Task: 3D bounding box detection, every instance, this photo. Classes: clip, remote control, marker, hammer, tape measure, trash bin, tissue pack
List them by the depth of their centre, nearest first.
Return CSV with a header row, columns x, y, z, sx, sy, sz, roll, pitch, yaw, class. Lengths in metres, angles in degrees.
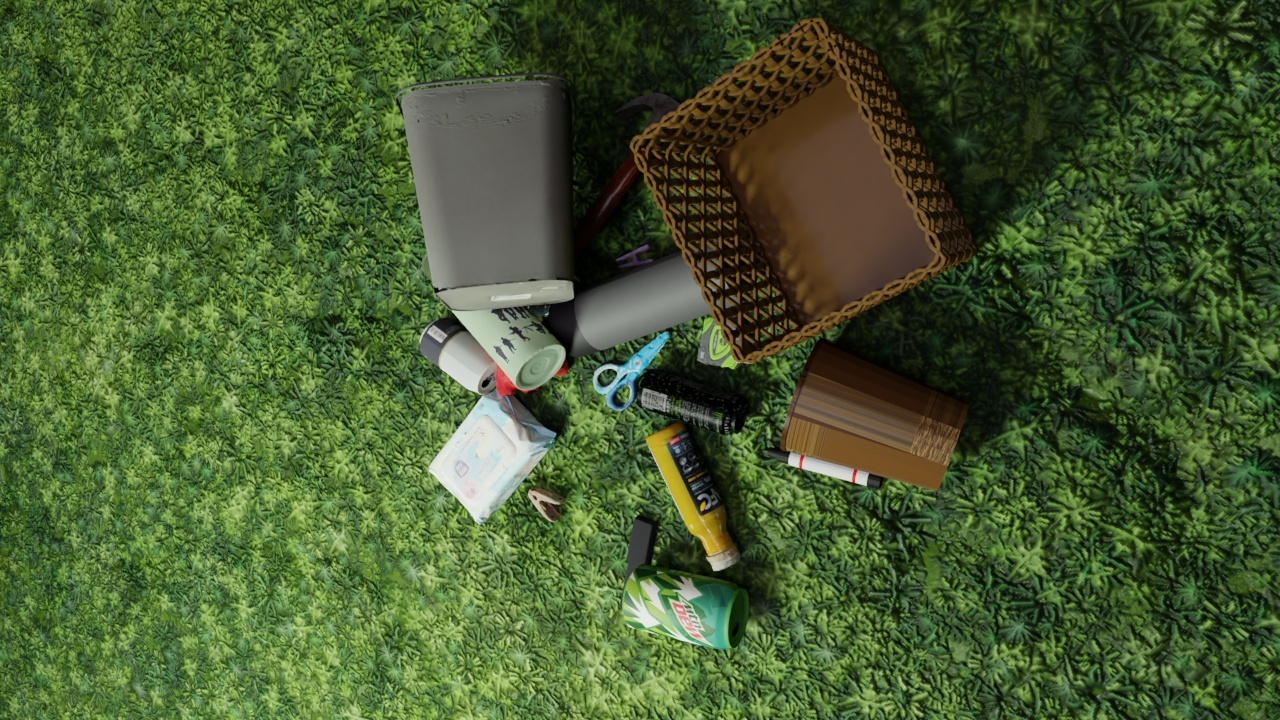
x,y,z,sx,sy,sz,roll,pitch,yaw,class
-0.161,-0.180,1.049,0.197,0.197,0.220,-6,85,-3,trash bin
0.211,0.123,1.079,0.146,0.019,0.019,13,105,25,marker
0.103,-0.024,1.102,0.059,0.035,0.066,21,112,33,tape measure
-0.045,-0.191,1.124,0.111,0.028,0.301,43,105,21,hammer
-0.003,-0.124,1.153,0.052,0.014,0.041,-40,82,24,clip
-0.005,0.273,1.221,0.032,0.015,0.136,17,106,24,remote control
-0.128,0.191,1.266,0.060,0.024,0.039,44,116,19,clip
-0.205,0.127,1.270,0.112,0.069,0.182,47,115,14,tissue pack

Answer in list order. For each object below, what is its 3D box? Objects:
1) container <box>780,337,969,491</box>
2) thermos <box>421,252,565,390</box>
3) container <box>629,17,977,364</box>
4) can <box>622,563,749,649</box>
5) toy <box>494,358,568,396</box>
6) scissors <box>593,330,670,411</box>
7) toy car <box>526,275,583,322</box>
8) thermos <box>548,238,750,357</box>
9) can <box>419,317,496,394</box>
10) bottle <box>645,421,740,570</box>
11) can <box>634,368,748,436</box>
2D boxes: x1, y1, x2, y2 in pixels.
x,y,z,sx,sy,sz,roll,pitch,yaw,class
0.254,0.065,0.991,0.167,0.132,0.132,20,107,17,container
-0.190,-0.066,1.164,0.231,0.082,0.082,46,116,26,thermos
0.174,-0.164,0.937,0.220,0.213,0.251,-28,85,28,container
0.057,0.310,1.156,0.144,0.082,0.083,6,101,27,can
-0.142,-0.018,1.209,0.133,0.088,0.094,-28,74,27,toy
-0.007,0.007,1.179,0.135,0.015,0.066,-45,77,24,scissors
-0.125,-0.085,1.205,0.106,0.048,0.033,-30,52,27,toy car
0.008,-0.074,1.115,0.241,0.082,0.082,-18,90,29,thermos
-0.242,-0.004,1.269,0.127,0.064,0.064,34,112,19,can
0.069,0.169,1.142,0.053,0.053,0.186,-27,86,29,bottle
0.060,0.051,1.126,0.138,0.053,0.054,17,106,24,can
